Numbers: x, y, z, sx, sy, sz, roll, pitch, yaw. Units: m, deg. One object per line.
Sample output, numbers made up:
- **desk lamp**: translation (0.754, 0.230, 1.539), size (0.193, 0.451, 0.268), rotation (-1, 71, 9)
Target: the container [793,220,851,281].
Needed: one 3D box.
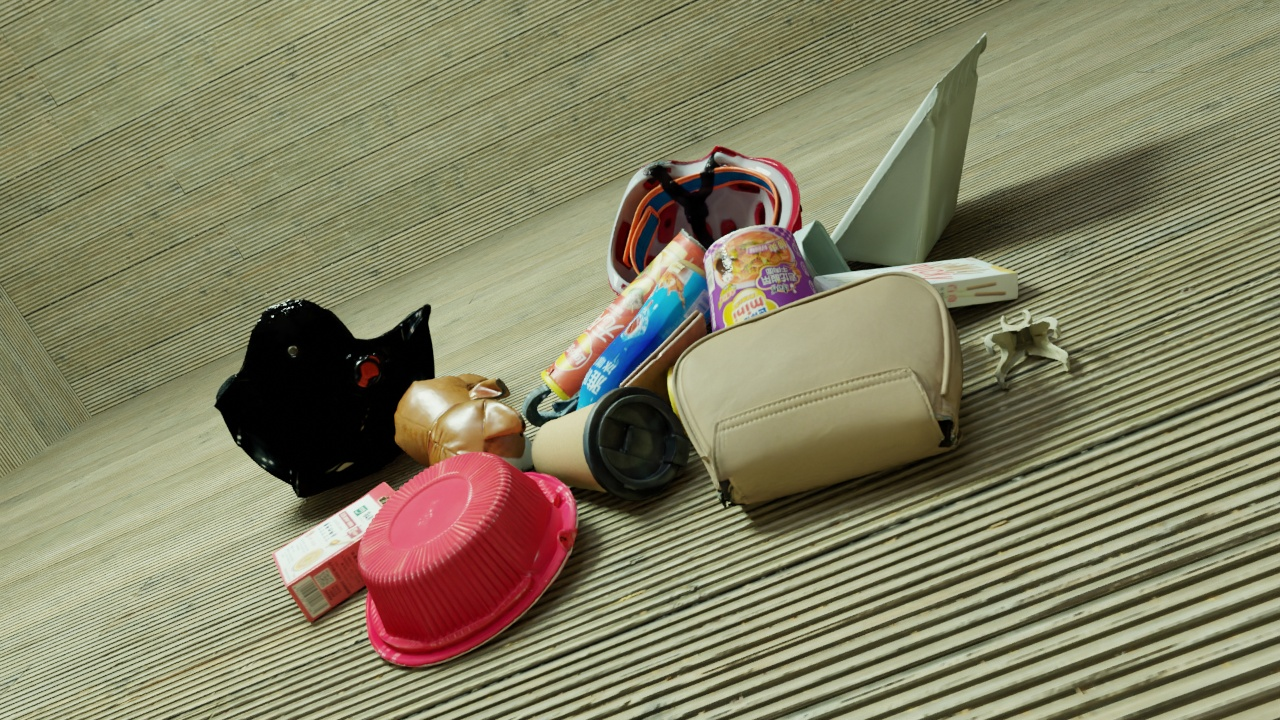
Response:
- **container**: translation (0.145, -0.068, 0.920), size (0.112, 0.090, 0.089), rotation (-27, 13, 31)

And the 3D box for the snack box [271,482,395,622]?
- **snack box**: translation (-0.275, 0.177, 0.868), size (0.127, 0.044, 0.113), rotation (-33, 18, -21)

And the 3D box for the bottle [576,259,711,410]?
- **bottle**: translation (-0.005, 0.005, 0.882), size (0.218, 0.065, 0.065), rotation (-52, 20, -3)

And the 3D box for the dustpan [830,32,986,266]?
- **dustpan**: translation (0.268, -0.207, 1.008), size (0.143, 0.258, 0.222), rotation (13, 35, 26)

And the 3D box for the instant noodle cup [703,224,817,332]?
- **instant noodle cup**: translation (0.108, -0.060, 0.822), size (0.111, 0.099, 0.112), rotation (-9, -19, -3)

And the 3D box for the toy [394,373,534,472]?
- **toy**: translation (-0.167, 0.083, 0.908), size (0.130, 0.140, 0.200), rotation (13, 2, -26)

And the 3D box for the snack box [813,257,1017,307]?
- **snack box**: translation (0.243, -0.065, 0.820), size (0.156, 0.027, 0.084), rotation (-8, 16, -6)

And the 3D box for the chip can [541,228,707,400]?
- **chip can**: translation (-0.007, -0.036, 0.964), size (0.216, 0.073, 0.073), rotation (-46, 17, 3)

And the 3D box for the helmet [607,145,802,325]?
- **helmet**: translation (0.090, -0.132, 1.082), size (0.240, 0.144, 0.206), rotation (-4, 65, 27)

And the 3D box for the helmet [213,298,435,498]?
- **helmet**: translation (-0.366, 0.032, 1.115), size (0.274, 0.230, 0.234), rotation (-21, 9, -15)

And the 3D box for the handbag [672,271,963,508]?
- **handbag**: translation (0.131, 0.026, 0.662), size (0.205, 0.100, 0.147), rotation (-18, 45, 19)

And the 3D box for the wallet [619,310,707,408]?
- **wallet**: translation (0.024, 0.014, 0.832), size (0.101, 0.020, 0.115), rotation (-44, -23, -14)

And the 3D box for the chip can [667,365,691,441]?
- **chip can**: translation (0.132, 0.007, 0.764), size (0.211, 0.071, 0.071), rotation (-19, 18, 18)

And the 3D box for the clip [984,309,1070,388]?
- **clip**: translation (0.294, -0.016, 0.676), size (0.092, 0.035, 0.103), rotation (-13, 13, 44)

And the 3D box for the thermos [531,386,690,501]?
- **thermos**: translation (-0.032, 0.074, 0.779), size (0.092, 0.093, 0.144), rotation (-37, 12, -33)

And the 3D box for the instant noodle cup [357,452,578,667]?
- **instant noodle cup**: translation (-0.147, 0.138, 0.711), size (0.194, 0.066, 0.193), rotation (-24, 30, 14)

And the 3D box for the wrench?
- **wrench**: translation (0.005, 0.010, 0.944), size (0.273, 0.056, 0.016), rotation (-21, 44, -21)
